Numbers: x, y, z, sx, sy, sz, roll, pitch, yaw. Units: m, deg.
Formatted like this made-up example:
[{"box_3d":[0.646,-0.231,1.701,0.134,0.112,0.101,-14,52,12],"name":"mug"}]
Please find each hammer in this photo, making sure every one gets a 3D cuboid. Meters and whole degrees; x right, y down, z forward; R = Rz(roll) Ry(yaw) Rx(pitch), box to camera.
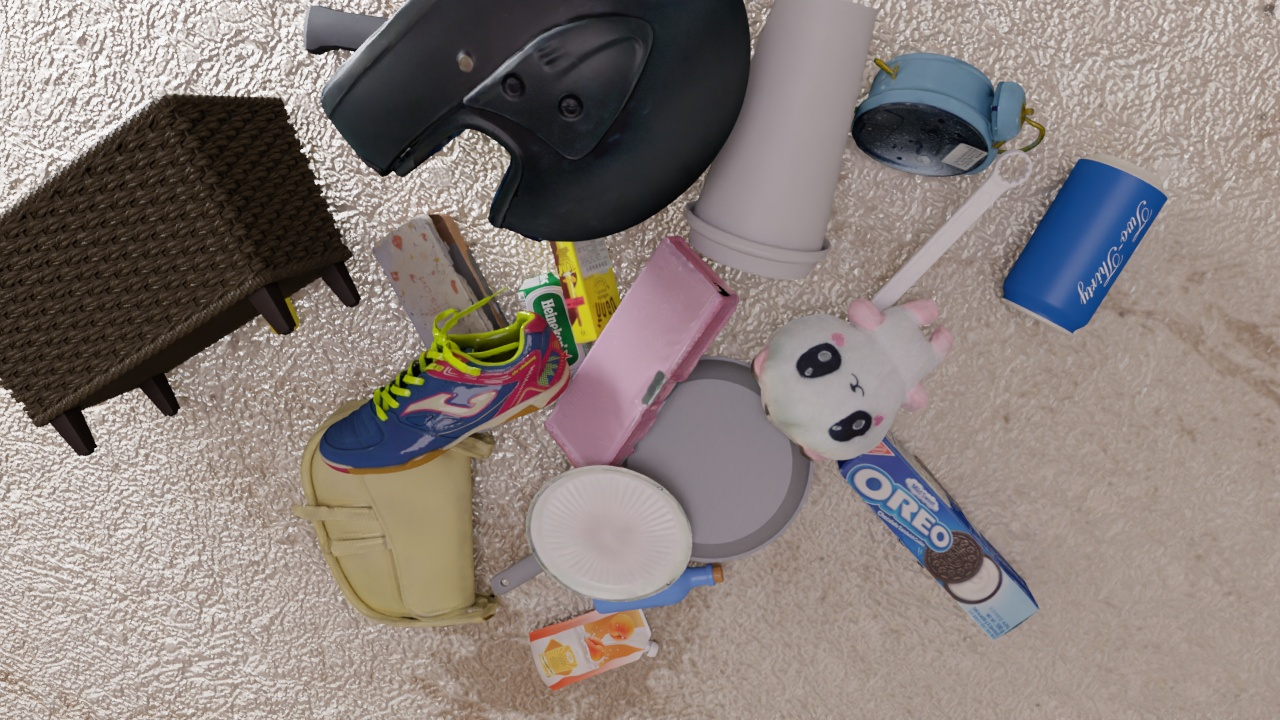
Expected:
[{"box_3d":[-0.166,-0.281,0.861,0.312,0.035,0.139,11,100,5],"name":"hammer"}]

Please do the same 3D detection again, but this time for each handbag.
[{"box_3d":[-0.240,0.158,0.925,0.191,0.088,0.233,0,100,4],"name":"handbag"}]

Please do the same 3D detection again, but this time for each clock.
[{"box_3d":[0.260,-0.202,0.782,0.162,0.118,0.060,19,79,-1],"name":"clock"}]

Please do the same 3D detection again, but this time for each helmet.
[{"box_3d":[-0.061,-0.209,0.719,0.317,0.248,0.236,-36,107,13],"name":"helmet"}]

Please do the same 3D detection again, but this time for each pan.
[{"box_3d":[0.000,0.136,0.891,0.357,0.051,0.200,-32,86,4],"name":"pan"}]

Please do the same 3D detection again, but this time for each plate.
[{"box_3d":[-0.029,0.161,0.857,0.157,0.014,0.157,3,117,6],"name":"plate"}]

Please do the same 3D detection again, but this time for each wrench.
[{"box_3d":[0.240,-0.077,0.820,0.047,0.009,0.274,34,120,-10],"name":"wrench"}]

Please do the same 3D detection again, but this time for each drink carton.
[{"box_3d":[-0.047,0.295,0.956,0.122,0.039,0.069,-21,96,4],"name":"drink carton"}]

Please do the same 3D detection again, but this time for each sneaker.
[{"box_3d":[-0.188,0.021,0.828,0.242,0.116,0.091,-22,124,1],"name":"sneaker"}]

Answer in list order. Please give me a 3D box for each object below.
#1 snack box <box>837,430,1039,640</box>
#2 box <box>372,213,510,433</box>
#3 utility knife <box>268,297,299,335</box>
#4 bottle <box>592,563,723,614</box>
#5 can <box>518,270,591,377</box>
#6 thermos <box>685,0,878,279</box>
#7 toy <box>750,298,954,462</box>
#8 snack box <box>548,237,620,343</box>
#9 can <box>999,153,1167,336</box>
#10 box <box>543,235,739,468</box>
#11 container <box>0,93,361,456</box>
[{"box_3d":[0.281,0.161,0.875,0.059,0.059,0.226,-41,93,16],"name":"snack box"},{"box_3d":[-0.176,-0.037,0.901,0.081,0.062,0.216,-26,95,15],"name":"box"},{"box_3d":[-0.397,-0.127,0.924,0.029,0.020,0.213,-19,99,10],"name":"utility knife"},{"box_3d":[0.018,0.223,0.923,0.131,0.048,0.048,-10,99,9],"name":"bottle"},{"box_3d":[-0.081,-0.034,0.885,0.053,0.053,0.101,-14,98,9],"name":"can"},{"box_3d":[0.123,-0.191,0.774,0.131,0.131,0.222,17,113,4],"name":"thermos"},{"box_3d":[0.193,0.010,0.823,0.180,0.101,0.139,-29,98,7],"name":"toy"},{"box_3d":[-0.054,-0.095,0.865,0.026,0.061,0.149,-9,100,30],"name":"snack box"},{"box_3d":[0.385,-0.101,0.802,0.079,0.078,0.146,28,102,1],"name":"can"},{"box_3d":[-0.005,0.004,0.826,0.098,0.037,0.233,49,121,30],"name":"box"},{"box_3d":[-0.441,-0.072,0.849,0.322,0.176,0.205,-27,98,17],"name":"container"}]
